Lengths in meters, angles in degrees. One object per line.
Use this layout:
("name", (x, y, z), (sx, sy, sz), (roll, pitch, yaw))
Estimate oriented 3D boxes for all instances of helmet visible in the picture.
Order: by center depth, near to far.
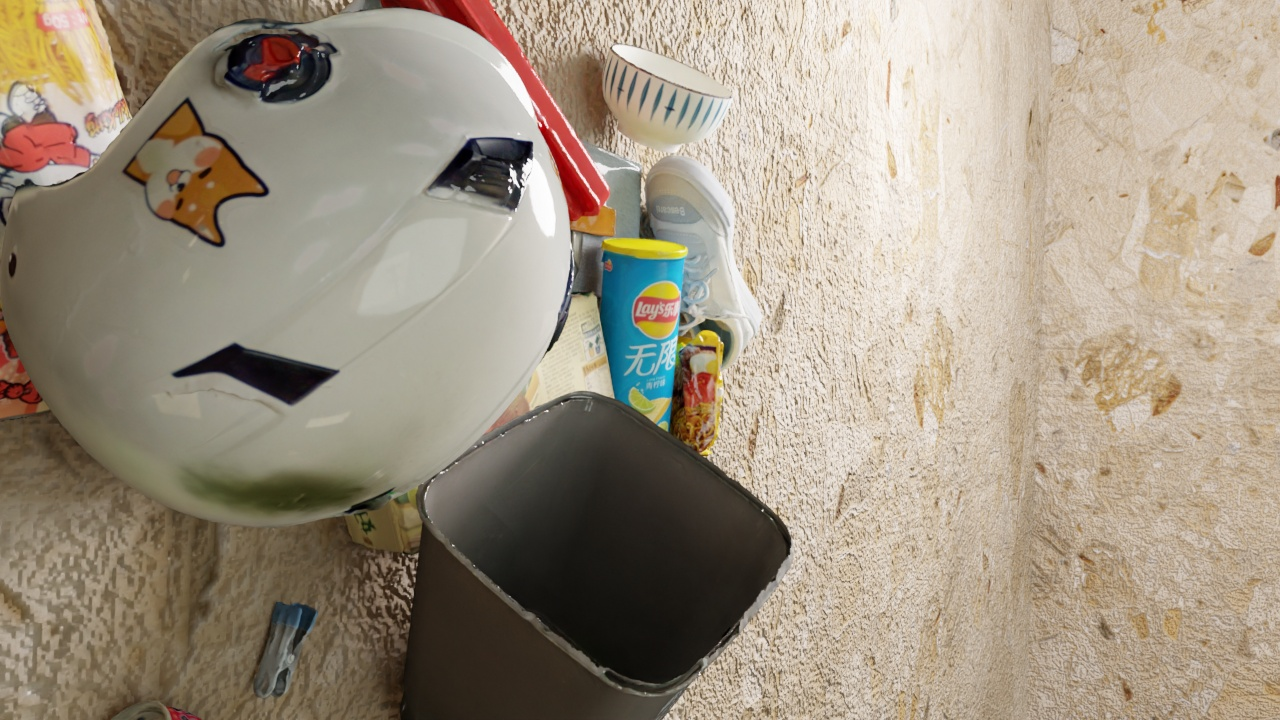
("helmet", (-0.137, -0.021, 0.432), (0.273, 0.157, 0.230), (-31, 146, -10))

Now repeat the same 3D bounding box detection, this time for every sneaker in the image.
("sneaker", (0.050, -0.082, 0.882), (0.090, 0.090, 0.242), (-58, 142, -29))

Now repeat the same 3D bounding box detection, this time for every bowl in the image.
("bowl", (0.017, -0.226, 0.811), (0.116, 0.116, 0.066), (-19, 138, -53))

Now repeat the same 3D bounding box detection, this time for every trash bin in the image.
("trash bin", (-0.045, 0.177, 0.611), (0.198, 0.199, 0.220), (-30, 148, -51))

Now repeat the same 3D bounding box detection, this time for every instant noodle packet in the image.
("instant noodle packet", (0.037, 0.029, 0.844), (0.044, 0.128, 0.110), (5, 89, -16))

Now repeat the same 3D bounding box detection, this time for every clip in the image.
("clip", (-0.219, 0.177, 0.560), (0.037, 0.026, 0.058), (35, 67, -59))

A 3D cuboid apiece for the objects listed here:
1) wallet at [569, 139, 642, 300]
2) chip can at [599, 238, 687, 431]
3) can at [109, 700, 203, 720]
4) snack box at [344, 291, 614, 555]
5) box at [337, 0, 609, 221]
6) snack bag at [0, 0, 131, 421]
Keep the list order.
("wallet", (-0.034, -0.118, 0.796), (0.106, 0.037, 0.129), (6, 86, -56))
("chip can", (-0.005, 0.005, 0.783), (0.071, 0.071, 0.210), (-17, 116, -54))
("can", (-0.243, 0.230, 0.489), (0.094, 0.067, 0.066), (58, 47, -38))
("snack box", (-0.113, 0.034, 0.668), (0.239, 0.063, 0.114), (-31, 116, -50))
("box", (-0.117, -0.152, 0.613), (0.100, 0.094, 0.201), (-55, 130, -22))
("snack bag", (-0.285, -0.079, 0.428), (0.128, 0.073, 0.208), (-34, 126, -50))
